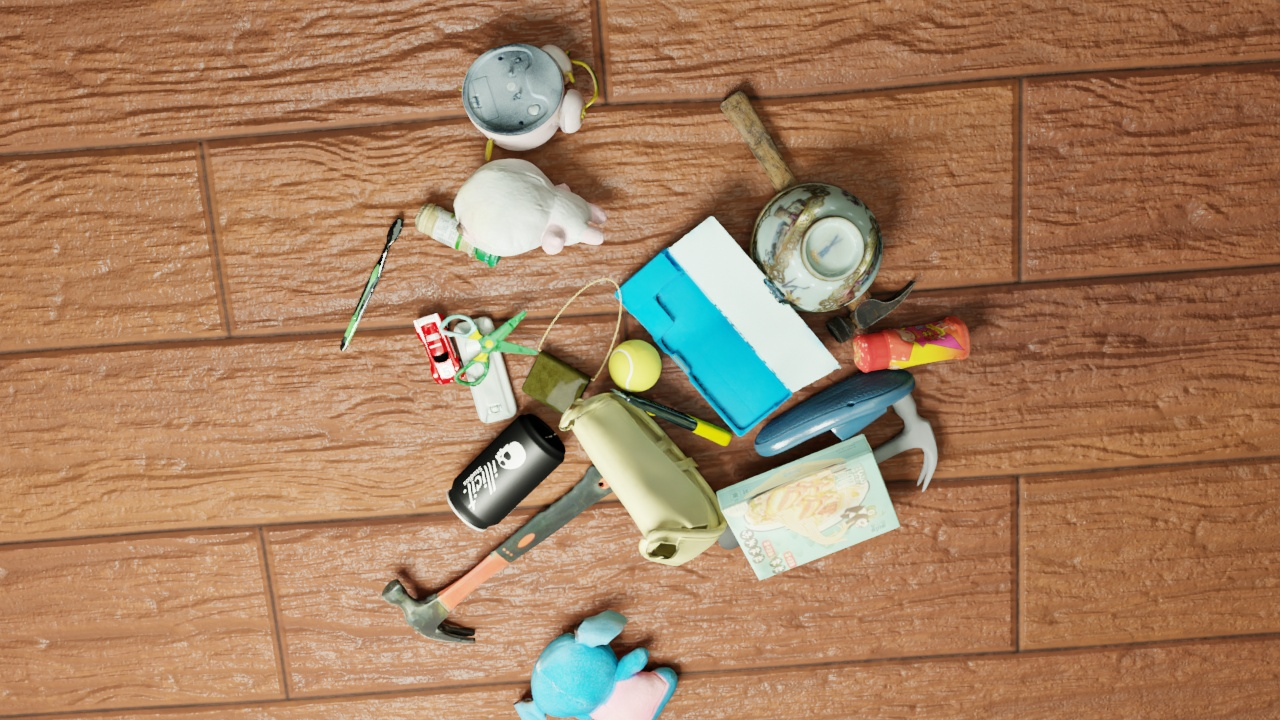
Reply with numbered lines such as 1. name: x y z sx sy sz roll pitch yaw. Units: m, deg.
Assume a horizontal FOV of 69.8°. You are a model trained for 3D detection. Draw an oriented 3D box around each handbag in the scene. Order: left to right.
1. handbag: -0.078 -0.022 1.146 0.084 0.027 0.178 29 105 2
2. handbag: 0.004 0.139 1.115 0.089 0.190 0.233 -38 80 12

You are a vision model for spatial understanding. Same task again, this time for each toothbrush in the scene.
1. toothbrush: -0.337 -0.094 1.151 0.014 0.017 0.188 28 102 -1

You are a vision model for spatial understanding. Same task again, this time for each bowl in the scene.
1. bowl: 0.213 -0.130 1.068 0.160 0.094 0.160 0 97 -2

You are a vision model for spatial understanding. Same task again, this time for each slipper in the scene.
1. slipper: 0.242 0.071 1.135 0.214 0.103 0.059 -26 100 9

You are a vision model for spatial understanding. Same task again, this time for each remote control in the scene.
1. remote control: -0.196 0.013 1.162 0.050 0.022 0.133 -14 100 3

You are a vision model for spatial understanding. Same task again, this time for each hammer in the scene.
1. hammer: -0.165 0.246 1.194 0.333 0.033 0.133 -38 109 3
2. hammer: 0.207 -0.188 1.124 0.120 0.033 0.330 -34 98 2
3. hammer: 0.239 0.164 1.188 0.311 0.029 0.125 -29 98 6

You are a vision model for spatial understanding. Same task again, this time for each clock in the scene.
1. clock: -0.127 -0.309 1.070 0.158 0.059 0.116 -20 76 -1

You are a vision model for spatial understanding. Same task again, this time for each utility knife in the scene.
1. utility knife: 0.039 0.069 1.148 0.174 0.029 0.020 24 95 -21

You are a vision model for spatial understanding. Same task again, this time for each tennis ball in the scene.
1. tennis ball: -0.007 0.007 1.139 0.065 0.065 0.065 0 100 0

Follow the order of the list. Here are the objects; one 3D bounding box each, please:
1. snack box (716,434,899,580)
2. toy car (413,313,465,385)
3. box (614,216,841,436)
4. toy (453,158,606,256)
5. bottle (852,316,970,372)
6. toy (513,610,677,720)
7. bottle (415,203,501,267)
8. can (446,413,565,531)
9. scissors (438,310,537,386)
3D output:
1. snack box: 0.209 0.184 1.139 0.194 0.044 0.141 -23 125 8
2. toy car: -0.254 -0.014 1.156 0.038 0.025 0.089 -17 100 3
3. box: 0.108 -0.044 1.131 0.176 0.059 0.243 -37 98 28
4. toy: -0.128 -0.177 1.081 0.179 0.138 0.102 12 135 -14
5. bottle: 0.331 -0.018 1.130 0.134 0.071 0.048 -10 111 0
6. toy: -0.062 0.438 1.212 0.191 0.098 0.224 34 106 -17
7. bottle: -0.220 -0.154 1.123 0.110 0.042 0.043 25 99 -3
8. can: -0.169 0.141 1.157 0.146 0.080 0.080 -44 97 7
9. scissors: -0.193 -0.026 1.138 0.127 0.011 0.123 -42 98 6
